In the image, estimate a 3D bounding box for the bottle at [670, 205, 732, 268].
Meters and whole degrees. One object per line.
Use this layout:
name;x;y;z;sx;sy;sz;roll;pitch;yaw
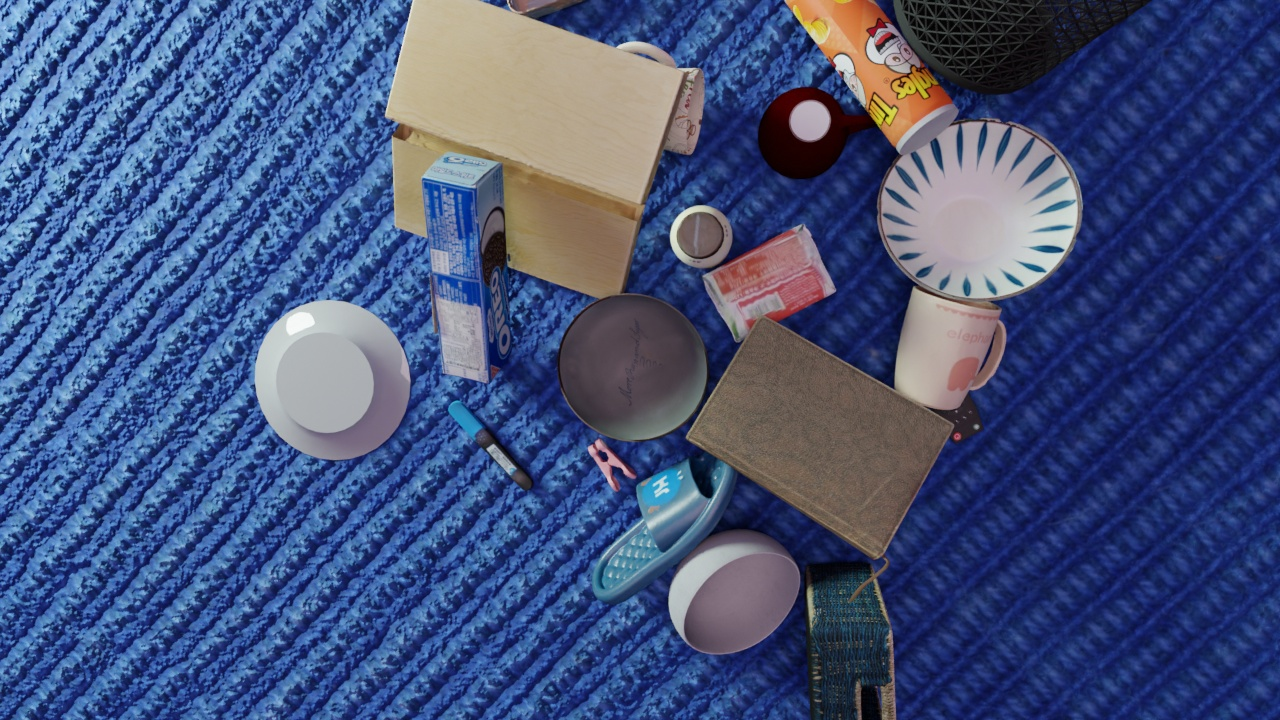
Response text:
bottle;0.057;-0.114;0.857;0.056;0.162;0.056;1;96;5

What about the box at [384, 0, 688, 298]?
box;-0.108;-0.192;0.864;0.247;0.096;0.262;20;129;4

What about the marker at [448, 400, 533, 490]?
marker;-0.158;0.090;0.973;0.018;0.015;0.123;-41;93;11

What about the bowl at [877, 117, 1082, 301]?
bowl;0.314;-0.132;0.868;0.177;0.071;0.177;-3;78;12

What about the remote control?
remote control;0.301;0.022;0.924;0.039;0.010;0.124;-29;92;7

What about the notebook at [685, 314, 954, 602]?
notebook;0.159;0.087;0.860;0.215;0.034;0.190;31;80;8

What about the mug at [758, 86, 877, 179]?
mug;0.171;-0.222;0.872;0.114;0.088;0.087;-6;95;6

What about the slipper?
slipper;0.020;0.160;0.917;0.059;0.103;0.214;38;103;-22

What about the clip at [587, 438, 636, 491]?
clip;-0.028;0.105;0.958;0.035;0.022;0.057;-39;89;11

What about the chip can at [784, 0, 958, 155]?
chip can;0.205;-0.292;0.849;0.062;0.062;0.210;-34;77;7

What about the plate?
plate;-0.334;0.023;0.979;0.173;0.019;0.173;1;96;5

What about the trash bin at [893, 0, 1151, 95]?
trash bin;0.340;-0.355;0.740;0.216;0.244;0.216;5;70;-15

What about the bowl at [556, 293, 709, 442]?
bowl;-0.006;0.005;0.928;0.151;0.056;0.151;1;95;5

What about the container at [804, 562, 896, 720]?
container;0.195;0.288;0.872;0.071;0.187;0.145;-3;95;9

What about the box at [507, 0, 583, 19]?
box;-0.047;-0.439;0.899;0.216;0.042;0.148;-19;98;7

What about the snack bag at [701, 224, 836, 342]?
snack bag;0.128;-0.077;0.917;0.116;0.036;0.077;-27;92;8

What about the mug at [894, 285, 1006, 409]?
mug;0.301;-0.009;0.881;0.111;0.085;0.104;6;107;-24

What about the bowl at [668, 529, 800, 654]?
bowl;0.088;0.224;0.923;0.131;0.064;0.132;-12;122;-19

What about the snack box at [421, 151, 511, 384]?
snack box;-0.163;-0.083;0.876;0.059;0.059;0.227;13;129;11

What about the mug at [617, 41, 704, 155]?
mug;0.004;-0.256;0.876;0.097;0.122;0.081;10;67;11
